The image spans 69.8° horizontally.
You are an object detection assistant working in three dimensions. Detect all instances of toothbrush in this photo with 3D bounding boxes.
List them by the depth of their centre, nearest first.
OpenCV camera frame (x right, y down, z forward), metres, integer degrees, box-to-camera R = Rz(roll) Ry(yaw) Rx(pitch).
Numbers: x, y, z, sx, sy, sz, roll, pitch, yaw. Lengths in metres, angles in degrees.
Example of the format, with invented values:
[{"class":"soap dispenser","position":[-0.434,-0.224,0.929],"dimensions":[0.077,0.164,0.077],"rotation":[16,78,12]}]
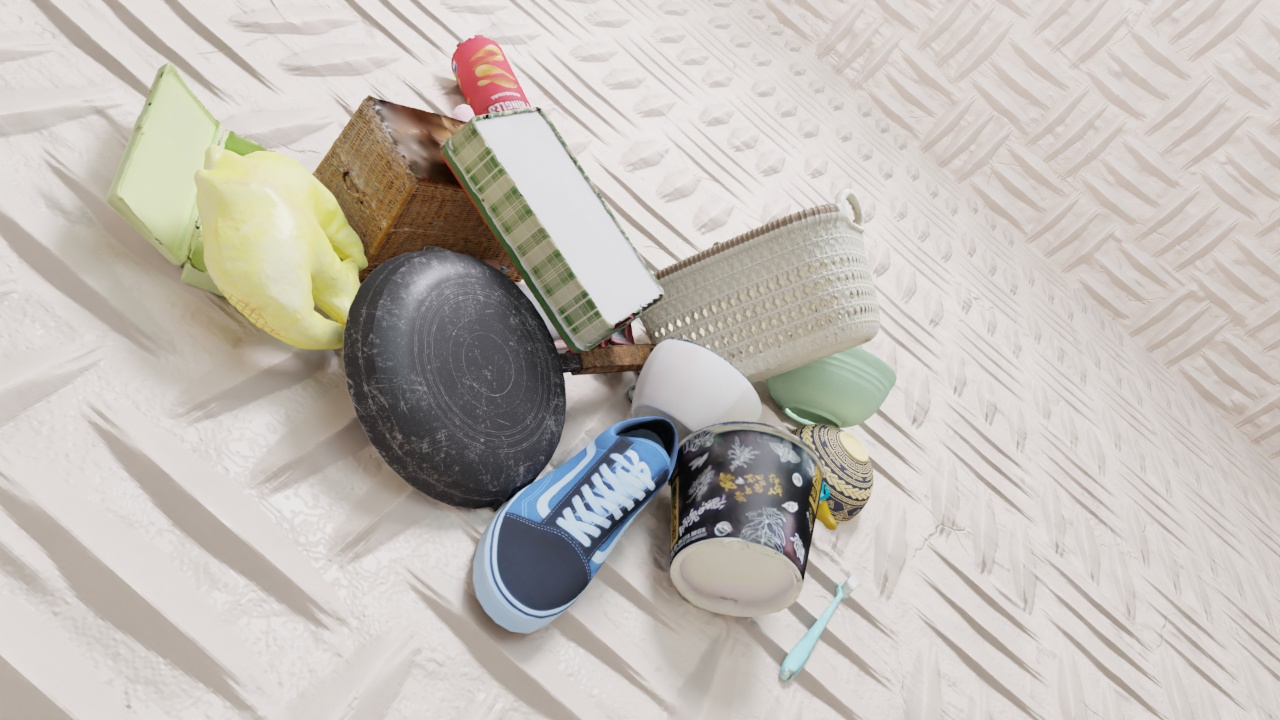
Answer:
[{"class":"toothbrush","position":[0.161,0.236,0.818],"dimensions":[0.016,0.017,0.180],"rotation":[48,32,11]}]

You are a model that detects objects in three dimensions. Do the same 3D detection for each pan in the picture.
[{"class":"pan","position":[-0.080,0.003,0.750],"dimensions":[0.356,0.040,0.207],"rotation":[-8,79,-53]}]

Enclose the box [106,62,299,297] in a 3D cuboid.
[{"class":"box","position":[-0.330,-0.132,0.703],"dimensions":[0.141,0.044,0.187],"rotation":[44,23,-43]}]

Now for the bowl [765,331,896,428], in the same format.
[{"class":"bowl","position":[0.204,0.031,1.034],"dimensions":[0.151,0.151,0.077],"rotation":[28,75,-22]}]

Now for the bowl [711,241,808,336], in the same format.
[{"class":"bowl","position":[0.133,-0.071,1.104],"dimensions":[0.153,0.073,0.153],"rotation":[30,16,-10]}]

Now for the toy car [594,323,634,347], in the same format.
[{"class":"toy car","position":[-0.027,-0.028,0.916],"dimensions":[0.042,0.036,0.091],"rotation":[9,35,-17]}]

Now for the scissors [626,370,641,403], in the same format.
[{"class":"scissors","position":[0.007,0.005,0.937],"dimensions":[0.094,0.014,0.170],"rotation":[17,39,-21]}]

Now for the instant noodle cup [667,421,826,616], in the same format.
[{"class":"instant noodle cup","position":[0.083,0.137,0.753],"dimensions":[0.137,0.138,0.112],"rotation":[31,42,-17]}]

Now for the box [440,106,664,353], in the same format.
[{"class":"box","position":[-0.070,-0.113,0.770],"dimensions":[0.205,0.050,0.117],"rotation":[56,31,-4]}]

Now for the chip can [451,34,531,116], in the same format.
[{"class":"chip can","position":[-0.158,-0.284,1.066],"dimensions":[0.073,0.073,0.232],"rotation":[10,42,-42]}]

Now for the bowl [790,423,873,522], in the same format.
[{"class":"bowl","position":[0.209,0.110,0.986],"dimensions":[0.112,0.061,0.112],"rotation":[29,33,-21]}]

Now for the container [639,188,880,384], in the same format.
[{"class":"container","position":[0.119,-0.058,0.922],"dimensions":[0.184,0.247,0.143],"rotation":[-2,73,-64]}]

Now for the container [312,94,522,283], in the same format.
[{"class":"container","position":[-0.177,-0.143,0.824],"dimensions":[0.198,0.113,0.113],"rotation":[-1,51,-51]}]

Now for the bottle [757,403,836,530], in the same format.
[{"class":"bottle","position":[0.149,0.111,0.927],"dimensions":[0.051,0.051,0.146],"rotation":[-11,58,-53]}]

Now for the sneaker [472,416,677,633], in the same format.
[{"class":"sneaker","position":[-0.036,0.101,0.684],"dimensions":[0.083,0.098,0.240],"rotation":[43,31,3]}]

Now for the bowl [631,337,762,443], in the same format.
[{"class":"bowl","position":[0.043,0.043,0.818],"dimensions":[0.116,0.117,0.065],"rotation":[40,65,-3]}]

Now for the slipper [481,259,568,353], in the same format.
[{"class":"slipper","position":[-0.132,-0.041,0.801],"dimensions":[0.273,0.055,0.114],"rotation":[-10,57,-54]}]

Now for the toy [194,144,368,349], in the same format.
[{"class":"toy","position":[-0.257,-0.088,0.661],"dimensions":[0.155,0.065,0.170],"rotation":[48,22,-40]}]

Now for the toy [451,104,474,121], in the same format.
[{"class":"toy","position":[-0.185,-0.229,0.969],"dimensions":[0.063,0.047,0.109],"rotation":[13,54,16]}]
